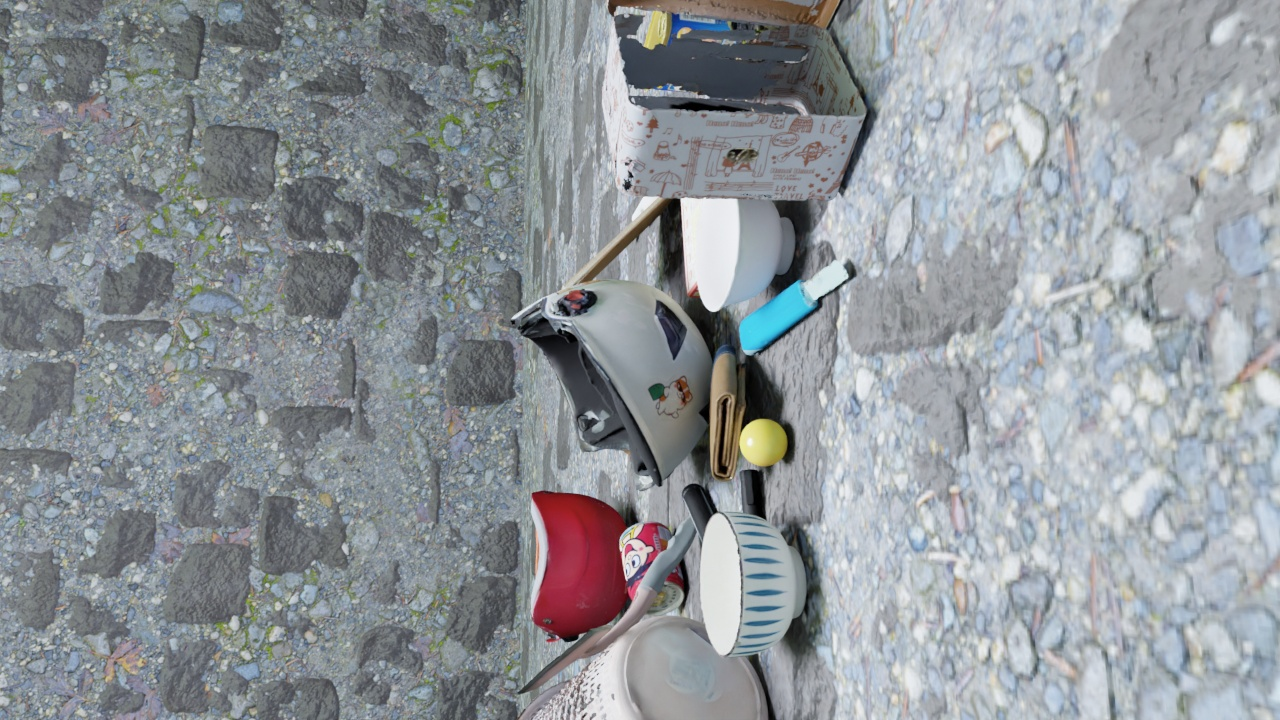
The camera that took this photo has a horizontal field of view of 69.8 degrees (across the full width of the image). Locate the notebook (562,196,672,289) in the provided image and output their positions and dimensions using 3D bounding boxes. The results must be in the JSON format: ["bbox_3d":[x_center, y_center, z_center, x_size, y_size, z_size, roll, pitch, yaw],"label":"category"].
[{"bbox_3d":[-0.030,-0.137,1.130,0.211,0.012,0.150,-45,2,-16],"label":"notebook"}]

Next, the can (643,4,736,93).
[{"bbox_3d":[0.052,-0.326,0.953,0.102,0.083,0.057,114,154,-58],"label":"can"}]

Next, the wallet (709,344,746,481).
[{"bbox_3d":[0.079,0.046,0.842,0.115,0.033,0.090,-74,-12,-67],"label":"wallet"}]

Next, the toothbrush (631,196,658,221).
[{"bbox_3d":[0.006,-0.203,1.257,0.027,0.026,0.221,46,161,0],"label":"toothbrush"}]

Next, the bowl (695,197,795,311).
[{"bbox_3d":[0.094,-0.100,0.789,0.118,0.064,0.118,180,91,-78],"label":"bowl"}]

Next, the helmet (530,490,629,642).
[{"bbox_3d":[-0.079,0.296,1.326,0.240,0.144,0.206,87,179,-65],"label":"helmet"}]

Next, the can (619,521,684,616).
[{"bbox_3d":[0.014,0.247,1.087,0.093,0.066,0.067,-105,21,-50],"label":"can"}]

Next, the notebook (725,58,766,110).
[{"bbox_3d":[0.092,-0.204,0.933,0.208,0.008,0.147,105,161,-46],"label":"notebook"}]

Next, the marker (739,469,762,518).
[{"bbox_3d":[0.103,0.162,0.820,0.022,0.020,0.132,69,-163,-69],"label":"marker"}]

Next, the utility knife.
[{"bbox_3d":[0.123,-0.043,0.760,0.205,0.018,0.034,136,122,-71],"label":"utility knife"}]

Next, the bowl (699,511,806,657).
[{"bbox_3d":[0.095,0.182,0.751,0.116,0.066,0.116,-179,91,-78],"label":"bowl"}]

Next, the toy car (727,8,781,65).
[{"bbox_3d":[0.112,-0.326,0.790,0.070,0.042,0.158,-103,19,-47],"label":"toy car"}]

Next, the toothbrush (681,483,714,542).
[{"bbox_3d":[0.078,0.190,0.909,0.027,0.026,0.212,55,-175,-28],"label":"toothbrush"}]

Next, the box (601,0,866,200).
[{"bbox_3d":[0.074,-0.237,0.652,0.194,0.183,0.156,103,162,-50],"label":"box"}]

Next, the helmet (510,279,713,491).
[{"bbox_3d":[-0.006,0.006,0.982,0.230,0.156,0.274,62,161,-20],"label":"helmet"}]

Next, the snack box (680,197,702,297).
[{"bbox_3d":[0.066,-0.152,0.960,0.077,0.027,0.155,128,142,-68],"label":"snack box"}]

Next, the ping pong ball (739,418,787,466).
[{"bbox_3d":[0.104,0.070,0.778,0.040,0.040,0.040,-179,91,-77],"label":"ping pong ball"}]

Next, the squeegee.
[{"bbox_3d":[-0.003,0.241,0.948,0.040,0.248,0.248,44,143,7],"label":"squeegee"}]

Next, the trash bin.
[{"bbox_3d":[0.009,0.346,0.838,0.227,0.227,0.193,-103,32,-47],"label":"trash bin"}]
